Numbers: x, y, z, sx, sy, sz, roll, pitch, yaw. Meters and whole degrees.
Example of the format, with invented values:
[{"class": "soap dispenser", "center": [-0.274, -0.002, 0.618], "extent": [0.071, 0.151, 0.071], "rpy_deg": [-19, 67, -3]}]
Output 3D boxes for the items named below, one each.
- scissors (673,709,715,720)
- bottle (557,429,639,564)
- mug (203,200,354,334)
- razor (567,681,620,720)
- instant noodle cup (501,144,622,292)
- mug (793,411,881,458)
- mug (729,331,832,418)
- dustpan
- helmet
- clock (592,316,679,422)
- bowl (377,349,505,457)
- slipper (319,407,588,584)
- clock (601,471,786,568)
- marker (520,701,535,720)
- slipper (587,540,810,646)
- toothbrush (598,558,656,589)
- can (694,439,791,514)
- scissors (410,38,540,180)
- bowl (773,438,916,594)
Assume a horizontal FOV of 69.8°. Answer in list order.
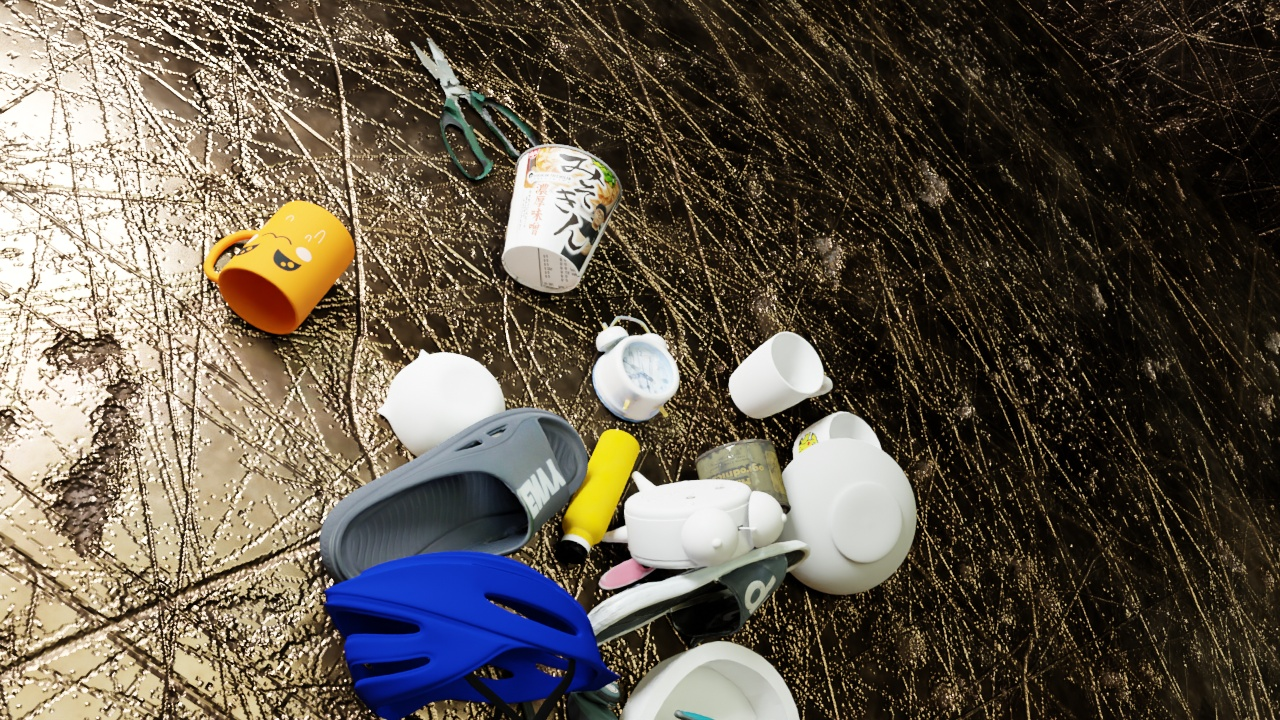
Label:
[{"class": "scissors", "center": [0.081, 0.355, 0.824], "extent": [0.154, 0.019, 0.126], "rpy_deg": [-26, 89, -36]}, {"class": "bottle", "center": [-0.043, 0.135, 0.909], "extent": [0.043, 0.043, 0.143], "rpy_deg": [36, 48, -13]}, {"class": "mug", "center": [-0.331, -0.088, 0.824], "extent": [0.113, 0.078, 0.095], "rpy_deg": [15, 48, 10]}, {"class": "razor", "center": [-0.045, 0.337, 0.781], "extent": [0.047, 0.052, 0.142], "rpy_deg": [29, 52, -31]}, {"class": "instant noodle cup", "center": [-0.094, -0.148, 1.005], "extent": [0.123, 0.124, 0.121], "rpy_deg": [26, 60, -21]}, {"class": "mug", "center": [0.238, 0.125, 1.105], "extent": [0.094, 0.068, 0.115], "rpy_deg": [14, 56, -30]}, {"class": "mug", "center": [0.173, 0.026, 1.104], "extent": [0.114, 0.088, 0.080], "rpy_deg": [18, 54, -27]}, {"class": "dustpan", "center": [0.064, 0.388, 0.825], "extent": [0.191, 0.053, 0.257], "rpy_deg": [29, 50, -19]}, {"class": "helmet", "center": [-0.126, 0.259, 0.696], "extent": [0.241, 0.148, 0.227], "rpy_deg": [17, 50, -28]}, {"class": "clock", "center": [-0.006, 0.006, 1.013], "extent": [0.088, 0.052, 0.125], "rpy_deg": [9, 56, -31]}, {"class": "bowl", "center": [-0.175, 0.039, 0.866], "extent": [0.114, 0.051, 0.114], "rpy_deg": [18, 54, -27]}, {"class": "slipper", "center": [-0.141, 0.119, 0.798], "extent": [0.267, 0.083, 0.111], "rpy_deg": [-23, 106, -38]}, {"class": "clock", "center": [0.049, 0.148, 0.886], "extent": [0.125, 0.161, 0.073], "rpy_deg": [-11, 95, -40]}, {"class": "marker", "center": [-0.074, 0.360, 0.771], "extent": [0.011, 0.011, 0.152], "rpy_deg": [-6, 67, -39]}, {"class": "slipper", "center": [0.061, 0.237, 0.880], "extent": [0.263, 0.111, 0.063], "rpy_deg": [-5, 57, -35]}, {"class": "toothbrush", "center": [0.012, 0.203, 0.927], "extent": [0.134, 0.016, 0.021], "rpy_deg": [-14, 71, -41]}, {"class": "can", "center": [0.110, 0.136, 0.989], "extent": [0.089, 0.090, 0.074], "rpy_deg": [6, 60, -34]}, {"class": "scissors", "center": [-0.192, -0.306, 1.091], "extent": [0.137, 0.015, 0.209], "rpy_deg": [-15, 75, -38]}, {"class": "bowl", "center": [0.236, 0.176, 1.019], "extent": [0.176, 0.066, 0.176], "rpy_deg": [0, 89, -16]}]
